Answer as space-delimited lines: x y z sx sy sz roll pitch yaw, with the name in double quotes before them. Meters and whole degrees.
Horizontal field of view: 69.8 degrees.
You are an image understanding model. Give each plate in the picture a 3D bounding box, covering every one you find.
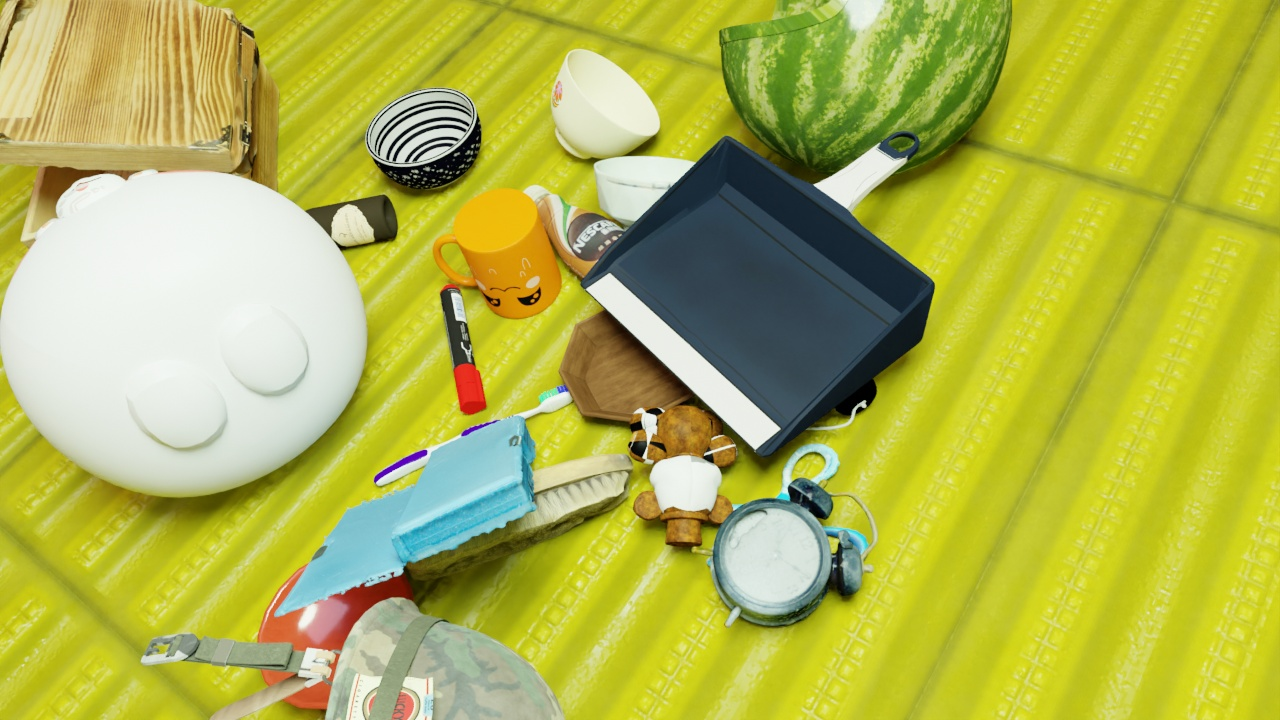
"plate" -0.005 0.004 0.798 0.131 0.025 0.131 -6 54 8

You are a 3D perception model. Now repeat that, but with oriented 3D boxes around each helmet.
"helmet" -0.165 0.251 0.549 0.236 0.193 0.223 20 33 9
"helmet" 0.207 -0.285 0.832 0.247 0.243 0.213 -58 16 6

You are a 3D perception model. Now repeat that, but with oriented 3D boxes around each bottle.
"bottle" -0.056 -0.116 0.873 0.059 0.059 0.167 -39 57 -16
"bottle" -0.348 -0.134 0.954 0.184 0.045 0.045 -10 54 5

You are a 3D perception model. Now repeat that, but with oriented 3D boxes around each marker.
"marker" -0.165 -0.014 0.847 0.023 0.021 0.144 -13 53 -7

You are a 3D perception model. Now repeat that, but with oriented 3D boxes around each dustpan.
"dustpan" 0.122 -0.092 0.745 0.272 0.080 0.236 -34 57 -19

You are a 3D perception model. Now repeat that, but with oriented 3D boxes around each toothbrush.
"toothbrush" -0.143 0.064 0.791 0.186 0.015 0.016 -24 49 -5

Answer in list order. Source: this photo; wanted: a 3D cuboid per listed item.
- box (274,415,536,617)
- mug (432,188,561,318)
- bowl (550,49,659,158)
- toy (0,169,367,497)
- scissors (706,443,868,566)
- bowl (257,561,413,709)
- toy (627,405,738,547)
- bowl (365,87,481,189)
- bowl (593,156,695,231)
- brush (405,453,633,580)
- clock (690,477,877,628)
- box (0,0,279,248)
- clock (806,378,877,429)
"box" -0.159 0.104 0.666 0.174 0.231 0.033 -25 99 -4
"mug" -0.138 -0.098 0.854 0.113 0.096 0.077 0 55 12
"bowl" -0.049 -0.252 0.951 0.074 0.118 0.117 -43 44 34
"toy" -0.375 -0.034 0.759 0.262 0.266 0.281 -37 41 -17
"scissors" 0.111 0.127 0.697 0.137 0.012 0.127 -33 59 -11
"bowl" -0.225 0.206 0.696 0.122 0.035 0.121 -6 54 8
"toy" 0.032 0.086 0.706 0.087 0.067 0.112 5 70 -10
"bowl" -0.223 -0.226 0.980 0.120 0.066 0.120 -6 54 8
"bowl" 0.012 -0.153 0.871 0.117 0.061 0.117 3 23 -1
"brush" -0.095 0.121 0.715 0.195 0.059 0.043 -20 67 -6
"clock" 0.107 0.137 0.657 0.129 0.052 0.090 -24 67 -4
"box" -0.528 -0.264 0.983 0.258 0.221 0.278 -15 52 -2
"clock" 0.146 0.004 0.755 0.091 0.043 0.120 -3 55 10
